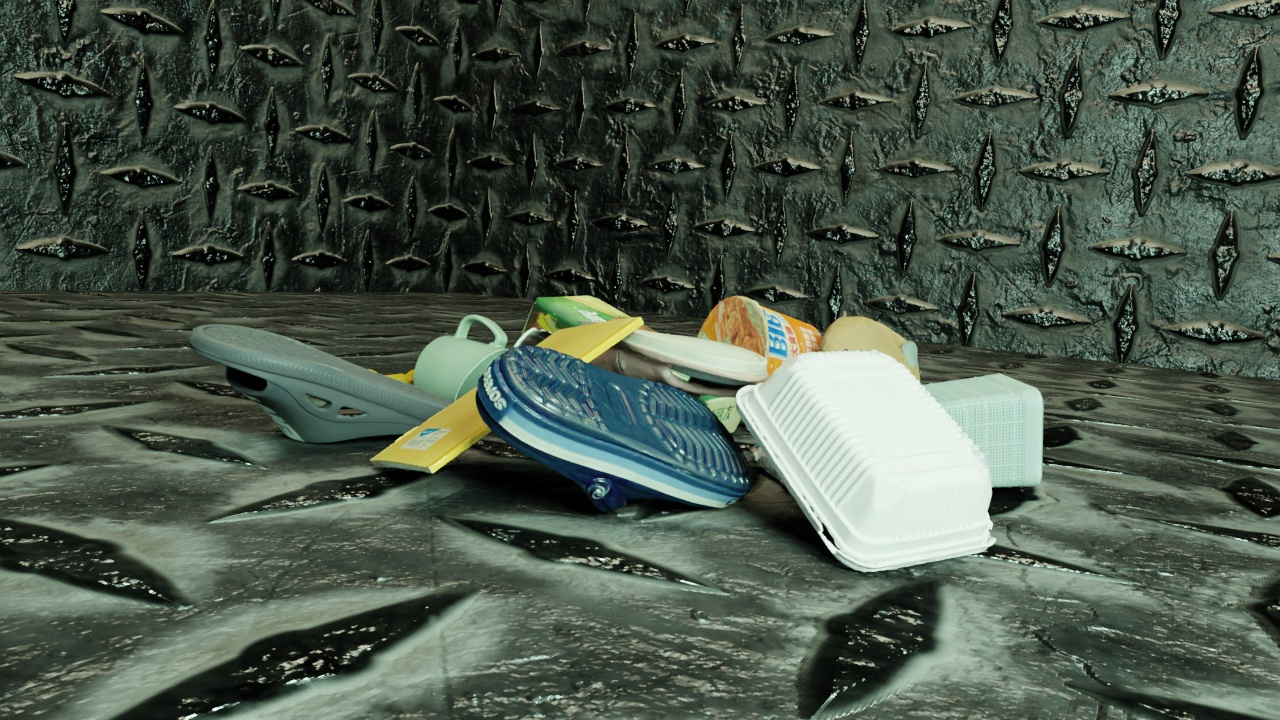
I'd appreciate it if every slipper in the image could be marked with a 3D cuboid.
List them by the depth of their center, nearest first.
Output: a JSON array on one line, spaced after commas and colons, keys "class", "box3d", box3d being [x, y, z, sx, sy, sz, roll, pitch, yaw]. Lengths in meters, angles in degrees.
[{"class": "slipper", "box3d": [-0.016, 0.068, 0.665, 0.252, 0.095, 0.105, 22, 30, -42]}, {"class": "slipper", "box3d": [0.014, 0.002, 0.804, 0.114, 0.054, 0.275, 8, 4, -27]}, {"class": "slipper", "box3d": [-0.276, 0.042, 0.831, 0.267, 0.083, 0.111, 23, -2, -43]}]

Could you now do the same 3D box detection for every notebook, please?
[{"class": "notebook", "box3d": [-0.108, 0.025, 0.733, 0.205, 0.010, 0.146, -37, 16, -28]}]

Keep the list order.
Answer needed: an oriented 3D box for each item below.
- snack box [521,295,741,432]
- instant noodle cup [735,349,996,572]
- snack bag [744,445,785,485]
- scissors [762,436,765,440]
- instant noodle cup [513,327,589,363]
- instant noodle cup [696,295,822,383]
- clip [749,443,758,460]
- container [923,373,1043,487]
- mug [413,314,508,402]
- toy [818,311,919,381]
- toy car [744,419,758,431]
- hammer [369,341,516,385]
[{"class": "snack box", "box3d": [-0.006, 0.006, 1.006, 0.240, 0.063, 0.114, 30, 19, 26]}, {"class": "instant noodle cup", "box3d": [0.161, 0.056, 0.636, 0.137, 0.060, 0.173, -3, 39, -27]}, {"class": "snack bag", "box3d": [0.129, 0.093, 0.808, 0.048, 0.026, 0.104, 17, 4, -13]}, {"class": "scissors", "box3d": [0.223, 0.092, 0.932, 0.197, 0.015, 0.213, 6, 6, 15]}, {"class": "instant noodle cup", "box3d": [-0.062, 0.034, 0.920, 0.120, 0.111, 0.111, 16, 11, 21]}, {"class": "instant noodle cup", "box3d": [0.150, 0.004, 1.124, 0.111, 0.151, 0.151, 10, 3, -31]}, {"class": "clip", "box3d": [0.133, 0.084, 0.871, 0.057, 0.028, 0.024, -15, 19, 28]}, {"class": "container", "box3d": [0.289, 0.066, 0.831, 0.111, 0.090, 0.090, -5, 11, -5]}, {"class": "mug", "box3d": [-0.172, 0.009, 0.970, 0.106, 0.111, 0.082, 11, 0, 38]}, {"class": "toy", "box3d": [0.249, 0.015, 1.063, 0.083, 0.143, 0.225, -24, -14, 40]}, {"class": "toy car", "box3d": [0.158, 0.069, 1.012, 0.048, 0.031, 0.106, 2, 5, -30]}, {"class": "hammer", "box3d": [-0.184, 0.002, 1.107, 0.300, 0.033, 0.129, -16, 17, -29]}]
